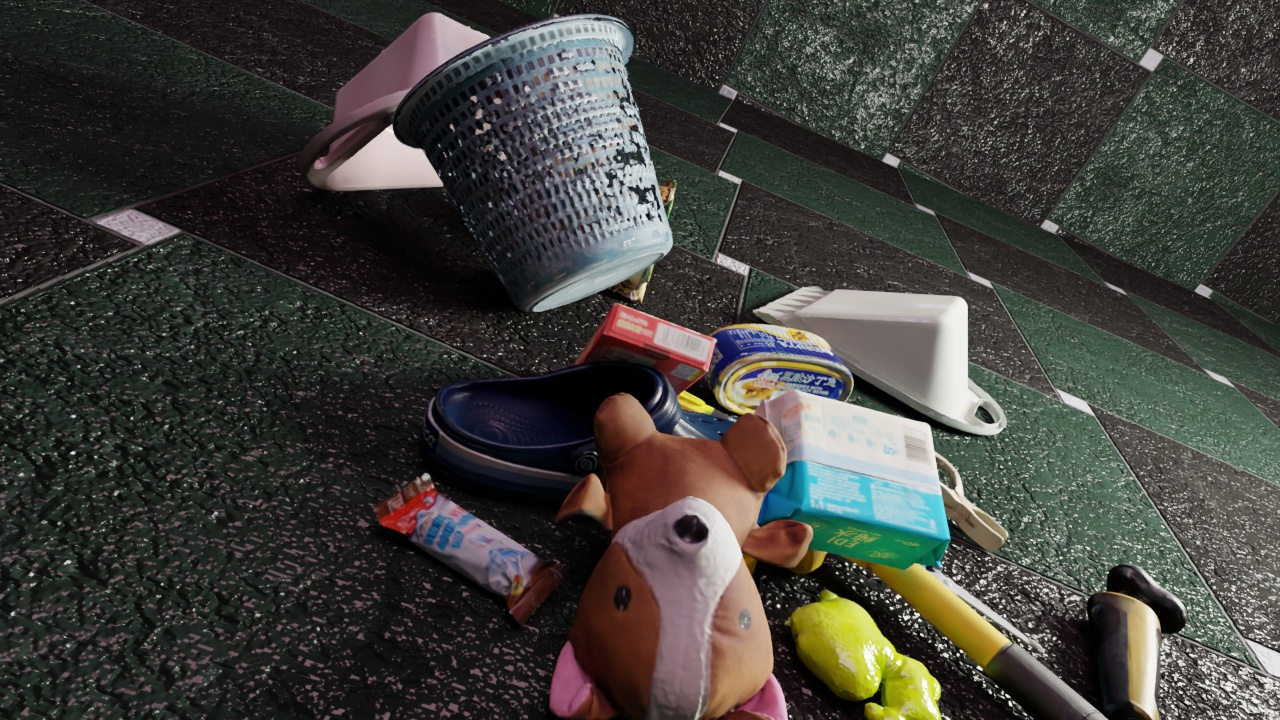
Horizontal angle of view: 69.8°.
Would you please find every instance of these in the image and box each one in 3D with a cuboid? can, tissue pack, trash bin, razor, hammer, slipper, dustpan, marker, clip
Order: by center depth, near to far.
[{"bbox_3d":[0.234,0.193,0.593,0.128,0.033,0.301,-17,47,-40],"label":"hammer"},{"bbox_3d":[0.134,0.081,0.599,0.140,0.063,0.089,14,54,-18],"label":"tissue pack"},{"bbox_3d":[-0.018,0.042,0.620,0.252,0.095,0.105,9,31,-22],"label":"slipper"},{"bbox_3d":[0.354,0.209,0.655,0.068,0.062,0.167,1,19,27],"label":"razor"},{"bbox_3d":[0.071,0.051,0.772,0.124,0.015,0.018,26,27,2],"label":"marker"},{"bbox_3d":[0.254,0.119,0.775,0.094,0.035,0.102,11,34,-35],"label":"clip"},{"bbox_3d":[-0.076,-0.156,0.809,0.226,0.227,0.195,-21,88,-57],"label":"trash bin"},{"bbox_3d":[0.121,0.012,0.826,0.148,0.075,0.049,8,32,-29],"label":"can"},{"bbox_3d":[-0.194,-0.213,0.905,0.273,0.223,0.138,18,57,-43],"label":"dustpan"},{"bbox_3d":[0.286,0.001,1.056,0.258,0.143,0.222,3,13,25],"label":"dustpan"}]

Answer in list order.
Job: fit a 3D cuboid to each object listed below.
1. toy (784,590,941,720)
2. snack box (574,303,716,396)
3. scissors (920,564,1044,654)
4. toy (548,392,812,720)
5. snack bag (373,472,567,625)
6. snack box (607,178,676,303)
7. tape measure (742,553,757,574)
[{"bbox_3d":[0.133,0.180,0.544,0.100,0.031,0.096,25,26,4],"label":"toy"},{"bbox_3d":[-0.004,0.004,0.673,0.075,0.025,0.153,20,-19,-8],"label":"snack box"},{"bbox_3d":[0.213,0.158,0.681,0.155,0.012,0.166,18,24,-14],"label":"scissors"},{"bbox_3d":[0.023,0.106,0.485,0.140,0.131,0.199,8,45,3],"label":"toy"},{"bbox_3d":[-0.094,0.102,0.509,0.104,0.026,0.048,30,37,16],"label":"snack bag"},{"bbox_3d":[-0.029,-0.139,0.955,0.105,0.118,0.118,17,22,-3],"label":"snack box"},{"bbox_3d":[0.047,0.121,0.590,0.060,0.029,0.057,-6,38,-19],"label":"tape measure"}]
